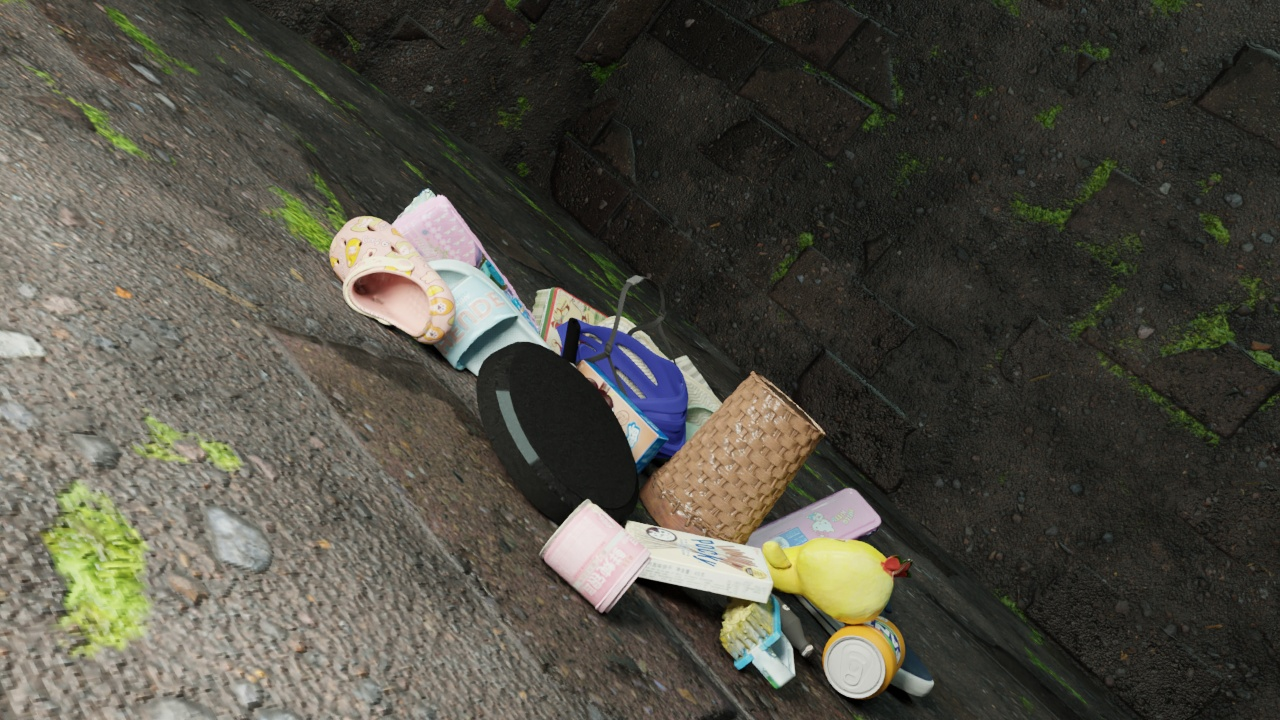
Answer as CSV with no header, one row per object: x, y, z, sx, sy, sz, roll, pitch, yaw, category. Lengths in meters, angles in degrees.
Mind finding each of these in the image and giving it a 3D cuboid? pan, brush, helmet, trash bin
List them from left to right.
-0.079,0.041,1.018,0.225,0.034,0.355,45,24,-24,pan
-0.008,0.007,1.233,0.241,0.228,0.147,41,41,14,helmet
0.120,0.132,1.147,0.151,0.210,0.151,39,9,-7,trash bin
0.124,0.277,0.946,0.075,0.055,0.135,49,9,0,brush

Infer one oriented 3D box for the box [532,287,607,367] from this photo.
-0.085,-0.021,1.380,0.050,0.117,0.205,-1,-23,40,box

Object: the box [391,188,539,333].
-0.221,-0.109,1.149,0.230,0.084,0.076,57,5,-41,box

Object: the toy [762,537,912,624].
0.209,0.254,1.078,0.208,0.092,0.134,1,-26,35,toy

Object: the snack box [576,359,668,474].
-0.046,0.079,1.133,0.151,0.087,0.034,44,9,28,snack box

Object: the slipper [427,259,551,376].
-0.178,-0.023,1.078,0.245,0.104,0.074,43,6,-6,slipper

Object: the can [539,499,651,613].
-0.038,0.169,0.791,0.076,0.067,0.067,40,9,9,can

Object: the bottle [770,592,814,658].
0.154,0.292,1.045,0.110,0.036,0.036,44,10,29,bottle

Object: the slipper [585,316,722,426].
0.028,0.036,1.378,0.272,0.115,0.054,42,16,-19,slipper

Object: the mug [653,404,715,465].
0.078,0.120,1.357,0.104,0.111,0.084,27,-5,-12,mug

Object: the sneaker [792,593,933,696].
0.299,0.315,1.248,0.294,0.127,0.120,46,12,26,sneaker

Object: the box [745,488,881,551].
0.227,0.237,1.231,0.213,0.036,0.076,-18,52,-30,box

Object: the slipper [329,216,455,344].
-0.287,-0.089,1.014,0.197,0.093,0.081,37,28,25,slipper

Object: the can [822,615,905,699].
0.263,0.346,1.076,0.079,0.079,0.142,43,10,22,can

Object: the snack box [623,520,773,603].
0.055,0.204,0.933,0.150,0.026,0.082,12,11,-5,snack box
